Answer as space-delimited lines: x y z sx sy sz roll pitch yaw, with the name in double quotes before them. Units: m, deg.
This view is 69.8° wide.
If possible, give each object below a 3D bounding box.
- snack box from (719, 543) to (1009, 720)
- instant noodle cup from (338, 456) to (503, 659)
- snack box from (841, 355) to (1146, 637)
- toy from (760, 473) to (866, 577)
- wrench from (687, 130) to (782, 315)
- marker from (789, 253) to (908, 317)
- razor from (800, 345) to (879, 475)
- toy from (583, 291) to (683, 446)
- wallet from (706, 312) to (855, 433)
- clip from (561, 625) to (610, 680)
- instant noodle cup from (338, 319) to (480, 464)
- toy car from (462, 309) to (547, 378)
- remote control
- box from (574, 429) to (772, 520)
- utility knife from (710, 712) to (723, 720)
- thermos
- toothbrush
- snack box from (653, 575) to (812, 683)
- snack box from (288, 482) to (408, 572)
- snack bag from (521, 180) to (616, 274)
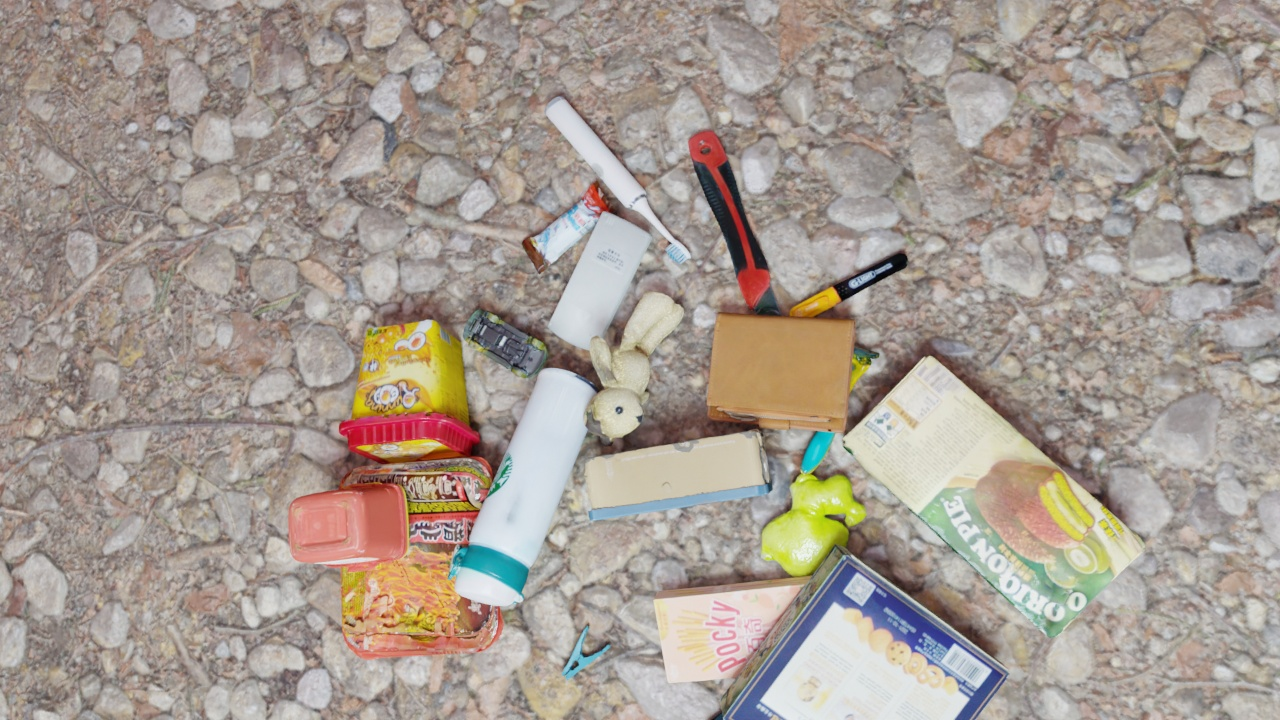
"snack box" 0.193 0.286 0.801 0.178 0.046 0.182 37 92 -4
"instant noodle cup" -0.209 0.193 0.904 0.165 0.079 0.188 -5 82 12
"snack box" 0.304 0.116 0.811 0.240 0.063 0.114 43 94 13
"toy" 0.161 0.155 0.854 0.097 0.031 0.100 1 84 10
"wrench" 0.100 -0.100 0.903 0.056 0.016 0.273 -16 81 9
"marker" 0.199 -0.069 0.879 0.124 0.015 0.018 -28 83 6
"razor" 0.181 0.047 0.862 0.043 0.028 0.132 21 86 27
"toy" -0.005 0.005 0.873 0.066 0.105 0.157 13 65 30
"wallet" 0.131 0.010 0.857 0.132 0.031 0.107 4 83 20
"clip" -0.057 0.288 0.895 0.034 0.013 0.055 36 92 14
"instant noodle cup" -0.227 0.033 0.916 0.116 0.116 0.123 -7 71 11
"toy car" -0.136 -0.017 0.933 0.091 0.036 0.043 31 90 14
"remote control" -0.041 -0.078 0.919 0.056 0.019 0.135 27 99 9
"box" 0.030 0.108 0.859 0.184 0.089 0.063 -13 82 13
"utility knife" 0.041 0.416 0.858 0.033 0.015 0.190 26 90 11
"thermos" -0.107 0.117 0.854 0.073 0.073 0.223 15 64 13
"toothbrush" -0.022 -0.183 0.933 0.026 0.027 0.221 -36 78 -14
"snack box" 0.096 0.249 0.850 0.157 0.026 0.084 -9 97 11
"snack box" -0.269 0.154 0.843 0.091 0.080 0.082 -10 79 15
"snack bag" -0.074 -0.135 0.939 0.104 0.026 0.048 -34 70 7
